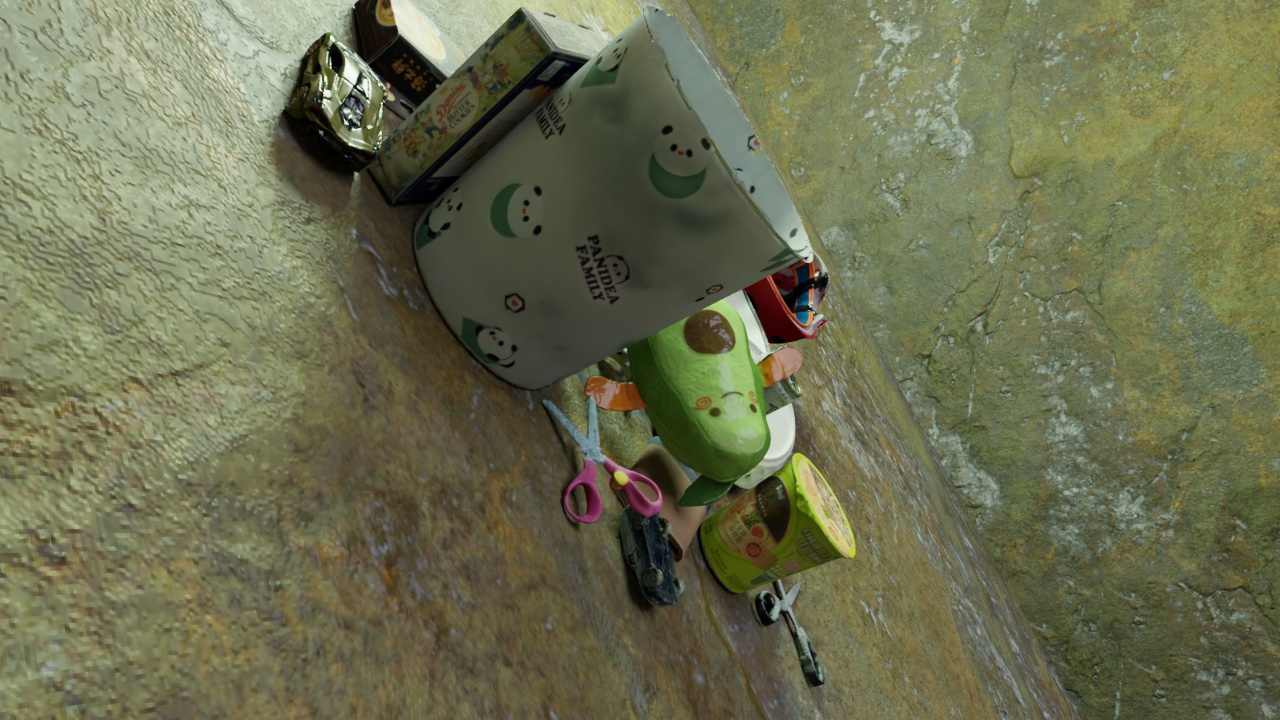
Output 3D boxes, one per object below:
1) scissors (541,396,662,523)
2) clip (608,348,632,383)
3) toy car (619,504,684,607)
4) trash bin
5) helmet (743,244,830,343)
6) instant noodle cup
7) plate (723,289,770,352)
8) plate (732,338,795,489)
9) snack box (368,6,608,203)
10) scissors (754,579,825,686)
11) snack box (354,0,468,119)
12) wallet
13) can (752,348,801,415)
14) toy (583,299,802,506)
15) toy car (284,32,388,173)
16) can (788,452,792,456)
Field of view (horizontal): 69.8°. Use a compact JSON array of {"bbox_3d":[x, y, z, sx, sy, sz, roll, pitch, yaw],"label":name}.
[{"bbox_3d":[-0.042,0.083,0.747,0.133,0.017,0.118,46,43,13],"label":"scissors"},{"bbox_3d":[-0.008,0.001,0.954,0.070,0.035,0.099,60,28,0],"label":"clip"},{"bbox_3d":[0.007,0.159,0.754,0.043,0.034,0.090,37,30,-51],"label":"toy car"},{"bbox_3d":[-0.028,-0.115,0.741,0.229,0.252,0.229,47,24,-29],"label":"trash bin"},{"bbox_3d":[0.188,-0.117,1.432,0.207,0.144,0.239,48,37,-27],"label":"helmet"},{"bbox_3d":[0.128,0.168,0.898,0.111,0.124,0.111,49,21,-26],"label":"instant noodle cup"},{"bbox_3d":[0.086,-0.094,1.186,0.266,0.034,0.161,47,23,-31],"label":"plate"},{"bbox_3d":[0.107,0.045,1.060,0.204,0.046,0.204,29,44,-33],"label":"plate"},{"bbox_3d":[-0.115,-0.207,0.767,0.046,0.183,0.177,54,21,-1],"label":"snack box"},{"bbox_3d":[0.161,0.269,0.994,0.159,0.014,0.178,63,19,10],"label":"scissors"},{"bbox_3d":[-0.206,-0.272,0.853,0.113,0.053,0.125,35,25,-48],"label":"snack box"},{"bbox_3d":[0.023,0.126,0.846,0.090,0.033,0.115,55,21,-4],"label":"wallet"},{"bbox_3d":[0.087,0.045,0.938,0.058,0.147,0.058,52,19,-27],"label":"can"},{"bbox_3d":[0.051,0.007,0.852,0.090,0.226,0.246,110,-35,-56],"label":"toy"},{"bbox_3d":[-0.229,-0.205,0.709,0.070,0.042,0.158,43,23,-39],"label":"toy car"},{"bbox_3d":[0.136,0.072,1.157,0.134,0.053,0.053,62,20,7],"label":"can"}]
